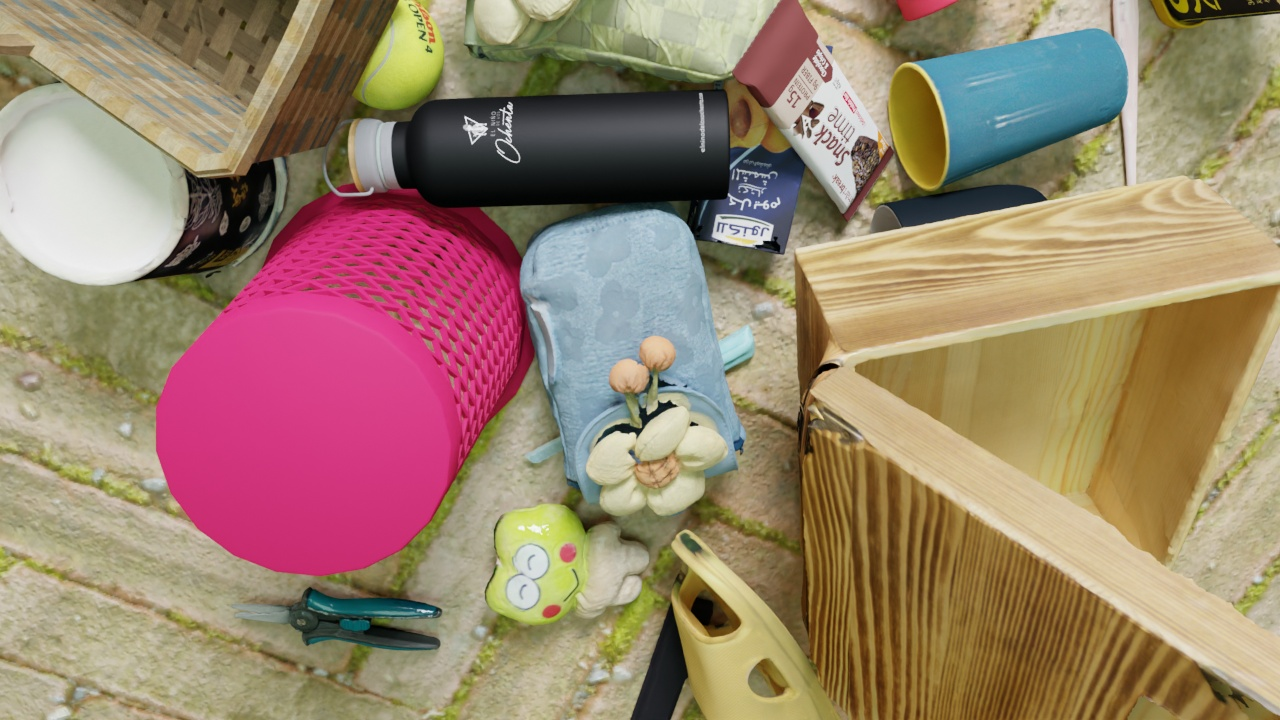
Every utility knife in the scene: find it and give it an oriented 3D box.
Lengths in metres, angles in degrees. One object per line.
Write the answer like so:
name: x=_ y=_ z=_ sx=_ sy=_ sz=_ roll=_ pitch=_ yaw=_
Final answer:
utility knife: x=0.000 y=0.028 z=0.630 sx=0.179 sy=0.015 sz=0.022 roll=-29 pitch=106 yaw=3

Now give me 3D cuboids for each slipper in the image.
slipper: x=0.076 y=0.222 z=0.642 sx=0.078 sy=0.099 sz=0.263 roll=-36 pitch=118 yaw=-5

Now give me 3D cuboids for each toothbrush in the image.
toothbrush: x=0.318 y=-0.160 z=0.593 sx=0.015 sy=0.018 sz=0.181 roll=-12 pitch=107 yaw=-1

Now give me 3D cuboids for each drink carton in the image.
drink carton: x=0.072 y=-0.134 z=0.572 sx=0.064 sy=0.040 sz=0.130 roll=9 pitch=107 yaw=-6

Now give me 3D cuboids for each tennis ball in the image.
tennis ball: x=-0.147 y=-0.179 z=0.530 sx=0.065 sy=0.065 sz=0.065 roll=-1 pitch=107 yaw=-4

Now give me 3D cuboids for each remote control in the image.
remote control: x=0.021 y=0.241 z=0.698 sx=0.032 sy=0.015 sz=0.136 roll=15 pitch=106 yaw=-8

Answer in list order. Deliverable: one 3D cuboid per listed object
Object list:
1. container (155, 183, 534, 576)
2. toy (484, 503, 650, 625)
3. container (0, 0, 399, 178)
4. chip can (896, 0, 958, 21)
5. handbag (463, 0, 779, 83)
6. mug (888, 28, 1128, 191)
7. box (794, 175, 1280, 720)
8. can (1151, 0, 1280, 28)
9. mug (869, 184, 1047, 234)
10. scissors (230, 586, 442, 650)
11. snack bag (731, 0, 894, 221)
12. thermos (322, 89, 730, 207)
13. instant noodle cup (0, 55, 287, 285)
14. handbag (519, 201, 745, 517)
container: x=-0.153 y=0.006 z=0.503 sx=0.183 sy=0.225 sz=0.183 roll=-1 pitch=107 yaw=-4
toy: x=-0.050 y=0.146 z=0.650 sx=0.115 sy=0.046 sz=0.092 roll=8 pitch=104 yaw=-15
container: x=-0.252 y=-0.206 z=0.421 sx=0.250 sy=0.186 sz=0.158 roll=34 pitch=103 yaw=8
chip can: x=0.133 y=-0.306 z=0.507 sx=0.069 sy=0.069 sz=0.220 roll=-30 pitch=107 yaw=5
handbag: x=-0.017 y=-0.213 z=0.493 sx=0.186 sy=0.116 sz=0.113 roll=10 pitch=104 yaw=10
mug: x=0.224 y=-0.158 z=0.560 sx=0.121 sy=0.078 sz=0.078 roll=-17 pitch=108 yaw=-4
box: x=0.201 y=0.119 z=0.480 sx=0.282 sy=0.314 sz=0.280 roll=-10 pitch=133 yaw=1
can: x=0.334 y=-0.263 z=0.515 sx=0.075 sy=0.104 sz=0.135 roll=-35 pitch=106 yaw=7
mug: x=0.206 y=-0.052 z=0.591 sx=0.094 sy=0.085 sz=0.122 roll=-10 pitch=135 yaw=-1
scissors: x=-0.213 y=0.182 z=0.662 sx=0.141 sy=0.019 sz=0.128 roll=-33 pitch=113 yaw=14
snack bag: x=0.107 y=-0.143 z=0.539 sx=0.057 sy=0.013 sz=0.158 roll=-55 pitch=138 yaw=-1
thermos: x=-0.067 y=-0.119 z=0.524 sx=0.231 sy=0.061 sz=0.061 roll=-1 pitch=107 yaw=2
instant noodle cup: x=-0.289 y=-0.103 z=0.520 sx=0.137 sy=0.112 sz=0.137 roll=-1 pitch=107 yaw=-3
handbag: x=-0.003 y=0.003 z=0.560 sx=0.122 sy=0.118 sz=0.192 roll=-11 pitch=109 yaw=2
